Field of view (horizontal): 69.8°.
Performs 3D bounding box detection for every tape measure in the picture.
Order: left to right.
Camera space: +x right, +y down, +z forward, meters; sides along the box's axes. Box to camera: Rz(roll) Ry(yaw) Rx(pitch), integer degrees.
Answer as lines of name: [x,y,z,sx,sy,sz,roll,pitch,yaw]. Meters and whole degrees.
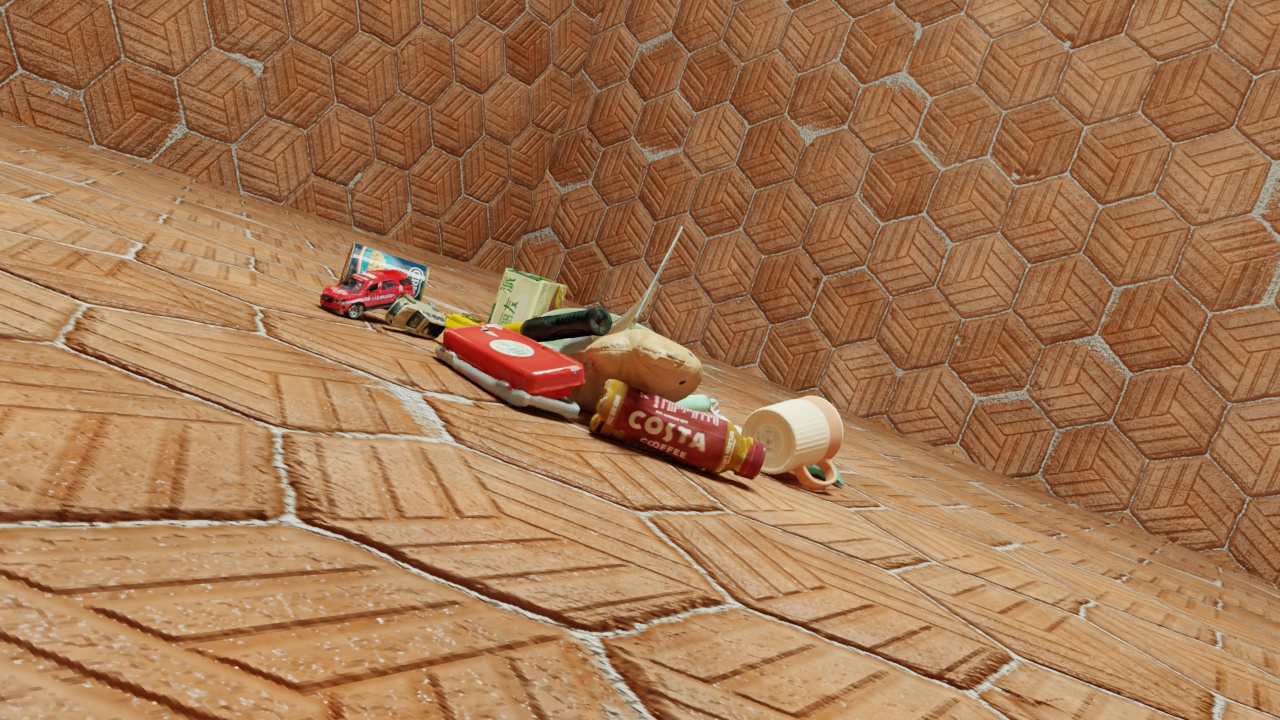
tape measure: [-0.252,-0.052,1.346,0.057,0.029,0.060,24,6,32]

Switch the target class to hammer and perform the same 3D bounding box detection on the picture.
hammer: [-0.133,-0.035,1.098,0.128,0.033,0.301,9,-8,-37]

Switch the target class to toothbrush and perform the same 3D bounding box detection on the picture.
toothbrush: [0.022,0.058,1.165,0.026,0.027,0.224,6,4,36]
toothbrush: [0.137,0.097,1.198,0.029,0.021,0.189,42,0,-36]

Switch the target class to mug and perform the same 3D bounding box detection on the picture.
mug: [0.188,0.102,1.092,0.105,0.082,0.114,-7,63,-49]

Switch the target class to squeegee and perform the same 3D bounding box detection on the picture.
squeegee: [-0.053,-0.037,1.130,0.039,0.247,0.245,48,31,-15]

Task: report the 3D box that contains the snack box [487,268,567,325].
snack box: [-0.174,-0.076,1.424,0.063,0.114,0.240,20,5,3]

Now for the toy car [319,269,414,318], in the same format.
toy car: [-0.332,-0.084,1.117,0.053,0.045,0.120,19,25,30]

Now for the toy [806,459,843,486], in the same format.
toy: [0.214,0.128,1.204,0.092,0.030,0.096,20,17,-22]

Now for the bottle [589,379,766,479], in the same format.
bottle: [0.039,0.073,0.924,0.175,0.057,0.057,20,5,-4]

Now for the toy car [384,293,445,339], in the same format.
toy car: [-0.276,-0.052,1.131,0.035,0.042,0.090,44,8,24]

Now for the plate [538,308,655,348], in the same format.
plate: [-0.046,-0.010,1.325,0.230,0.028,0.229,16,27,-8]

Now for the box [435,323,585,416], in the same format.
box: [-0.145,0.015,0.978,0.090,0.068,0.201,-9,21,-36]

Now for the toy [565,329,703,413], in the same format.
toy: [0.002,0.009,0.975,0.143,0.082,0.227,4,-14,-30]

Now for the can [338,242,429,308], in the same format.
can: [-0.365,-0.115,1.300,0.111,0.075,0.075,18,5,-22]
